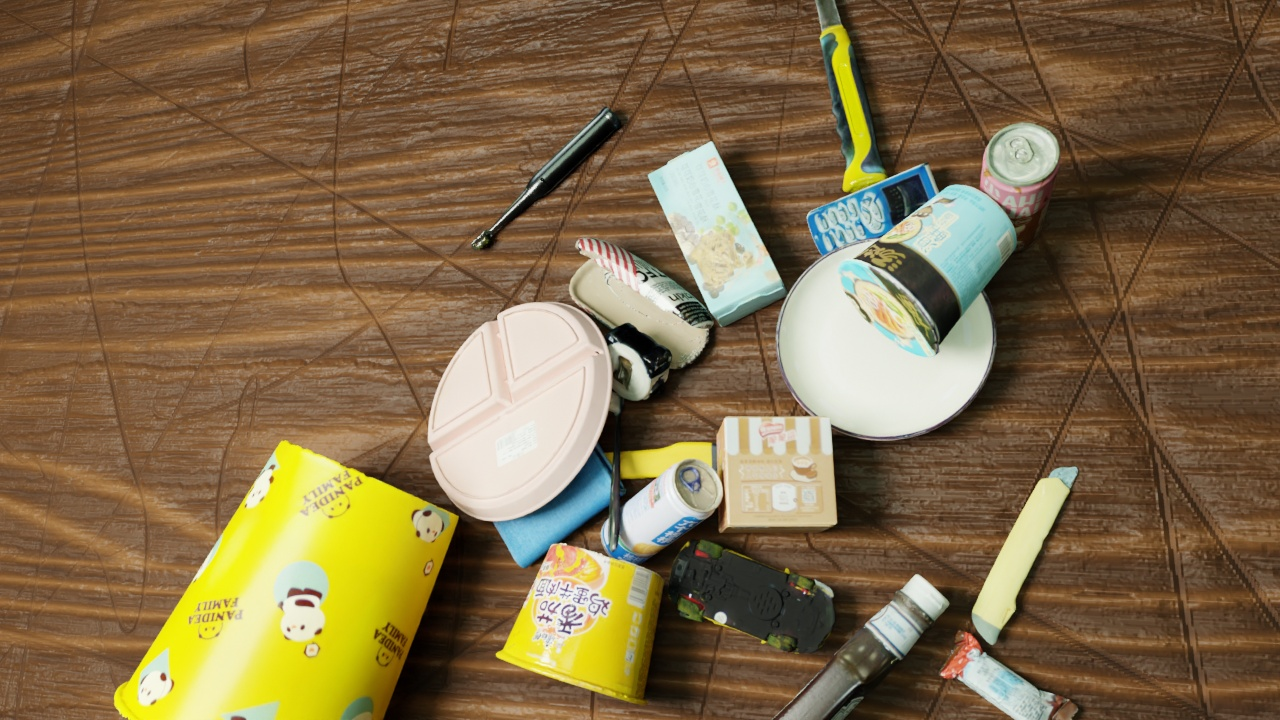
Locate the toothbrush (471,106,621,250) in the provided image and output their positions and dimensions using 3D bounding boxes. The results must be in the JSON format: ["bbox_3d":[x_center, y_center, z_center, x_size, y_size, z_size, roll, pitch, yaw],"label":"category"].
[{"bbox_3d":[-0.106,-0.195,1.002,0.212,0.026,0.027,-43,29,2],"label":"toothbrush"}]

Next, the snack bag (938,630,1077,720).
[{"bbox_3d":[0.296,0.267,0.747,0.105,0.026,0.045,33,78,21],"label":"snack bag"}]

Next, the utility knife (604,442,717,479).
[{"bbox_3d":[-0.013,0.100,0.896,0.209,0.015,0.033,-5,72,20],"label":"utility knife"}]

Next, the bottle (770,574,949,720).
[{"bbox_3d":[0.176,0.259,0.758,0.195,0.080,0.044,-46,62,-1],"label":"bottle"}]

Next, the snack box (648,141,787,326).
[{"bbox_3d":[0.076,-0.126,0.912,0.074,0.051,0.174,-27,69,9],"label":"snack box"}]

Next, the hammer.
[{"bbox_3d":[0.203,-0.321,0.937,0.126,0.032,0.323,-13,71,14],"label":"hammer"}]

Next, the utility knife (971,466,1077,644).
[{"bbox_3d":[0.324,0.159,0.773,0.031,0.018,0.167,29,86,18],"label":"utility knife"}]

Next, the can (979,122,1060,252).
[{"bbox_3d":[0.321,-0.144,0.788,0.058,0.147,0.057,-5,73,16],"label":"can"}]

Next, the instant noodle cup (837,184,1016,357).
[{"bbox_3d":[0.249,-0.083,0.781,0.120,0.111,0.111,-44,67,-8],"label":"instant noodle cup"}]

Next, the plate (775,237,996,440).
[{"bbox_3d":[0.223,-0.018,0.842,0.193,0.039,0.192,-5,74,16],"label":"plate"}]

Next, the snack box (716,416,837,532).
[{"bbox_3d":[0.117,0.103,0.810,0.093,0.077,0.094,0,75,0],"label":"snack box"}]

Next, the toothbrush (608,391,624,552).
[{"bbox_3d":[-0.025,0.099,0.859,0.016,0.018,0.180,-46,32,38],"label":"toothbrush"}]

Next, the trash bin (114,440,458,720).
[{"bbox_3d":[-0.306,0.226,0.850,0.230,0.229,0.255,19,76,21],"label":"trash bin"}]

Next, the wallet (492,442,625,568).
[{"bbox_3d":[-0.092,0.123,0.896,0.133,0.040,0.106,-38,71,13],"label":"wallet"}]

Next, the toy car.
[{"bbox_3d":[0.097,0.211,0.816,0.156,0.041,0.071,15,80,22],"label":"toy car"}]

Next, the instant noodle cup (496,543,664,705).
[{"bbox_3d":[-0.045,0.230,0.813,0.138,0.138,0.109,10,71,20],"label":"instant noodle cup"}]

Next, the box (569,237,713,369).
[{"bbox_3d":[-0.005,-0.054,0.914,0.163,0.076,0.088,33,113,21],"label":"box"}]

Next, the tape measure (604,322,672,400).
[{"bbox_3d":[-0.005,0.005,0.892,0.066,0.066,0.033,33,44,27],"label":"tape measure"}]

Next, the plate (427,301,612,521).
[{"bbox_3d":[-0.127,0.043,0.902,0.230,0.028,0.229,-17,59,30],"label":"plate"}]

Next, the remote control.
[{"bbox_3d":[0.224,-0.143,0.879,0.125,0.024,0.049,-21,96,12],"label":"remote control"}]

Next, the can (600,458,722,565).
[{"bbox_3d":[0.017,0.137,0.816,0.135,0.053,0.053,-46,59,47],"label":"can"}]
